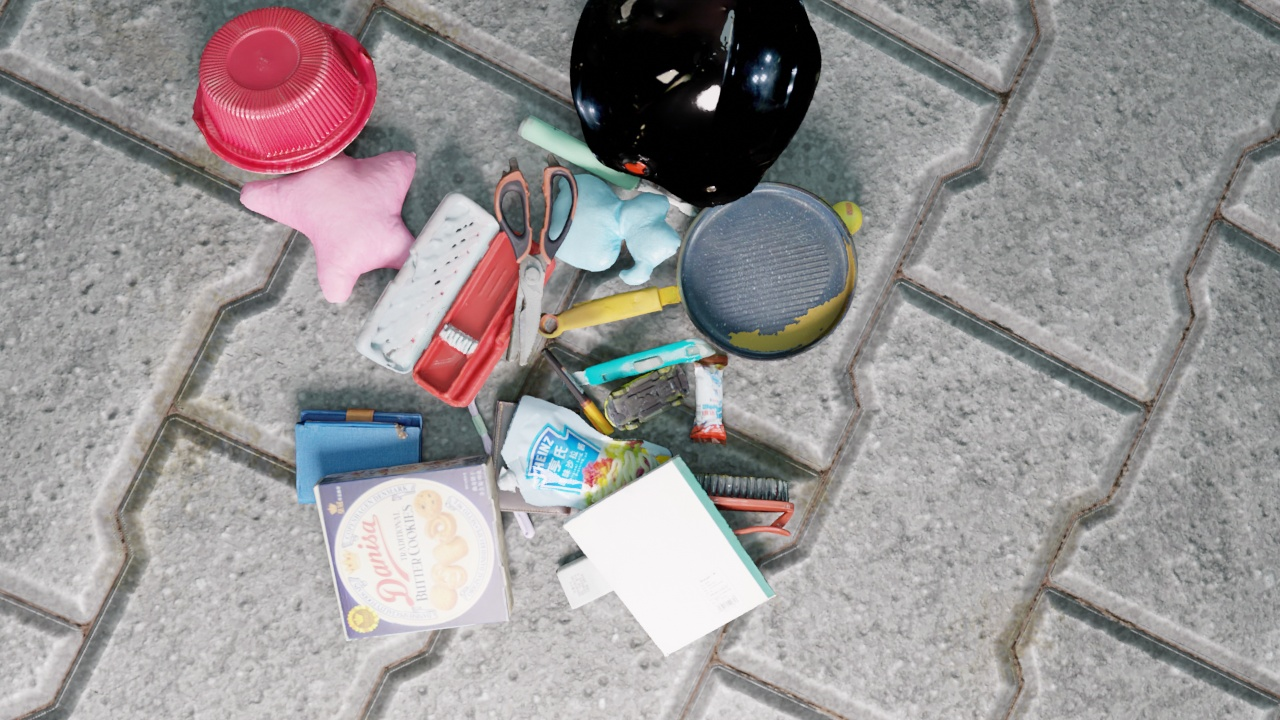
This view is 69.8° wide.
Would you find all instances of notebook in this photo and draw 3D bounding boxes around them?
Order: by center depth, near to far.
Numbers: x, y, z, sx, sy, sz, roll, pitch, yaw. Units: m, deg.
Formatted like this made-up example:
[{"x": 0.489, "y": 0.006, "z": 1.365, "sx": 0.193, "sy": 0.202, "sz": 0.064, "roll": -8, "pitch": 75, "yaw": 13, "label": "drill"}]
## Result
[{"x": 0.034, "y": 0.219, "z": 1.011, "sx": 0.150, "sy": 0.012, "sz": 0.209, "roll": -31, "pitch": 108, "yaw": 9, "label": "notebook"}]

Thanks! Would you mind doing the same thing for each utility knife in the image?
[{"x": -0.006, "y": 0.006, "z": 1.015, "sx": 0.180, "sy": 0.013, "sz": 0.029, "roll": -15, "pitch": 116, "yaw": 16, "label": "utility knife"}]

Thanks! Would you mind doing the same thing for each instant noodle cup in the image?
[{"x": -0.374, "y": -0.289, "z": 0.939, "sx": 0.194, "sy": 0.066, "sz": 0.193, "roll": -1, "pitch": 71, "yaw": 2, "label": "instant noodle cup"}]

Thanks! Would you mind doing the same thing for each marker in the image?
[{"x": -0.072, "y": 0.036, "z": 1.027, "sx": 0.015, "sy": 0.018, "sz": 0.124, "roll": -33, "pitch": 104, "yaw": 14, "label": "marker"}]

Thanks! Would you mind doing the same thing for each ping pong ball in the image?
[{"x": 0.235, "y": -0.163, "z": 1.056, "sx": 0.040, "sy": 0.040, "sz": 0.040, "roll": 0, "pitch": 91, "yaw": -7, "label": "ping pong ball"}]

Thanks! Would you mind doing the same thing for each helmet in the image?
[{"x": 0.041, "y": -0.302, "z": 0.931, "sx": 0.275, "sy": 0.230, "sz": 0.233, "roll": 0, "pitch": 71, "yaw": 22, "label": "helmet"}]

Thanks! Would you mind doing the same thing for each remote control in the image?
[{"x": -0.030, "y": 0.233, "z": 1.040, "sx": 0.125, "sy": 0.024, "sz": 0.049, "roll": -24, "pitch": 93, "yaw": -5, "label": "remote control"}]

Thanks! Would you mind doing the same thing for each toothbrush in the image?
[{"x": -0.159, "y": 0.112, "z": 1.027, "sx": 0.029, "sy": 0.021, "sz": 0.189, "roll": -19, "pitch": 96, "yaw": 32, "label": "toothbrush"}, {"x": -0.034, "y": -0.215, "z": 1.031, "sx": 0.224, "sy": 0.027, "sz": 0.026, "roll": 26, "pitch": 101, "yaw": -6, "label": "toothbrush"}]

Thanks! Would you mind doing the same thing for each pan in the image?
[{"x": 0.061, "y": -0.079, "z": 1.017, "sx": 0.358, "sy": 0.078, "sz": 0.197, "roll": -13, "pitch": 94, "yaw": 7, "label": "pan"}]

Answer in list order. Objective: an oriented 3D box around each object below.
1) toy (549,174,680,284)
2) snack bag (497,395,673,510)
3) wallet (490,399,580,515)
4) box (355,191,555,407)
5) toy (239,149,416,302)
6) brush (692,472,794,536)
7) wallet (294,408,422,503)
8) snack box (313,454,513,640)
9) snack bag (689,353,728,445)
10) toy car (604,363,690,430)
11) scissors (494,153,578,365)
[{"x": -0.040, "y": -0.145, "z": 0.999, "sx": 0.156, "sy": 0.050, "sz": 0.161, "roll": -20, "pitch": 67, "yaw": 13, "label": "toy"}, {"x": -0.061, "y": 0.119, "z": 1.012, "sx": 0.191, "sy": 0.039, "sz": 0.110, "roll": 22, "pitch": 89, "yaw": -16, "label": "snack bag"}, {"x": -0.119, "y": 0.109, "z": 1.021, "sx": 0.096, "sy": 0.020, "sz": 0.122, "roll": 6, "pitch": 87, "yaw": -15, "label": "wallet"}, {"x": -0.198, "y": -0.064, "z": 0.993, "sx": 0.154, "sy": 0.074, "sz": 0.201, "roll": 32, "pitch": 85, "yaw": -15, "label": "box"}, {"x": -0.300, "y": -0.160, "z": 0.980, "sx": 0.178, "sy": 0.075, "sz": 0.194, "roll": -44, "pitch": 100, "yaw": -16, "label": "toy"}, {"x": 0.102, "y": 0.165, "z": 1.034, "sx": 0.145, "sy": 0.063, "sz": 0.069, "roll": 5, "pitch": 75, "yaw": -8, "label": "brush"}, {"x": -0.305, "y": 0.106, "z": 1.000, "sx": 0.133, "sy": 0.040, "sz": 0.106, "roll": 2, "pitch": 99, "yaw": -7, "label": "wallet"}, {"x": -0.239, "y": 0.201, "z": 0.983, "sx": 0.182, "sy": 0.045, "sz": 0.178, "roll": -7, "pitch": 103, "yaw": -2, "label": "snack box"}, {"x": 0.079, "y": 0.044, "z": 1.049, "sx": 0.048, "sy": 0.026, "sz": 0.104, "roll": 4, "pitch": 91, "yaw": -21, "label": "snack bag"}, {"x": 0.005, "y": 0.040, "z": 1.032, "sx": 0.105, "sy": 0.032, "sz": 0.048, "roll": -27, "pitch": 104, "yaw": -20, "label": "toy car"}, {"x": -0.127, "y": -0.107, "z": 0.970, "sx": 0.207, "sy": 0.015, "sz": 0.192, "roll": -44, "pitch": 97, "yaw": -8, "label": "scissors"}]
